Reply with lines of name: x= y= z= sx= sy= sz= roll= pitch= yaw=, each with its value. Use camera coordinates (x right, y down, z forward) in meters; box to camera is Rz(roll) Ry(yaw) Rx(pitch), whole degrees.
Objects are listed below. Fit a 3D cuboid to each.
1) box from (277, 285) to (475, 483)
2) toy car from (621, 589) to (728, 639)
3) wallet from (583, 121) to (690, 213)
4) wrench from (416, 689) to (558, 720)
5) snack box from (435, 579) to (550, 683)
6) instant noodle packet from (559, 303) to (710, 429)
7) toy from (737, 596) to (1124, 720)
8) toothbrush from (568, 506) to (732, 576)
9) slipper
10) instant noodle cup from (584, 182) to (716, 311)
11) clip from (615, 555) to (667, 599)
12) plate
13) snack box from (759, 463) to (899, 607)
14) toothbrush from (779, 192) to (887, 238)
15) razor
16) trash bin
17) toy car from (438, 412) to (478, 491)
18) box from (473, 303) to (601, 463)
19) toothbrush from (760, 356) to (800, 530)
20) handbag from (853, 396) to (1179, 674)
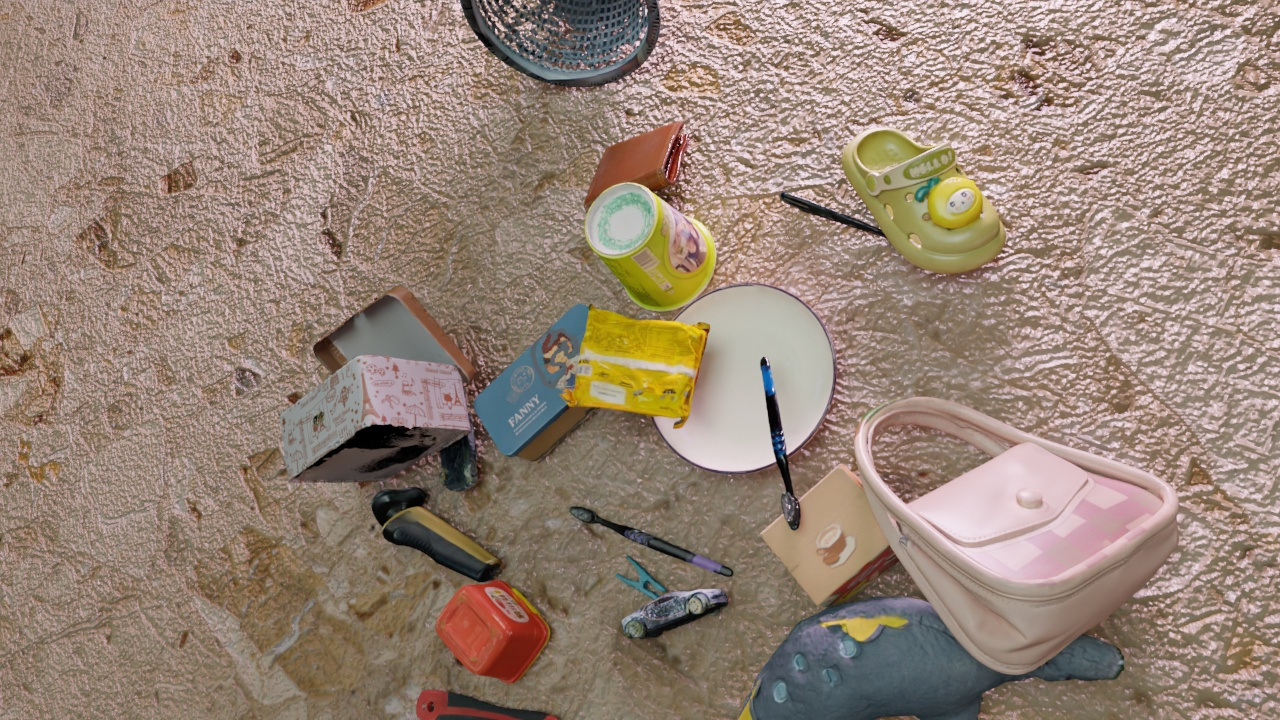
box: x=-0.285 y=0.021 z=0.995 sx=0.183 sy=0.152 sz=0.177 roll=-29 pitch=68 yaw=35
toy car: x=0.032 y=0.234 z=0.858 sx=0.106 sy=0.049 sz=0.031 roll=-24 pitch=67 yaw=16
wallet: x=-0.004 y=-0.208 z=0.994 sx=0.101 sy=0.032 sz=0.124 roll=-14 pitch=35 yaw=25
wrench: x=-0.111 y=0.367 z=0.905 sx=0.274 sy=0.016 sz=0.056 roll=5 pitch=76 yaw=26
snack box: x=-0.152 y=0.271 z=0.917 sx=0.091 sy=0.080 sz=0.082 roll=37 pitch=92 yaw=30
instant noodle packet: x=-0.005 y=0.005 z=0.892 sx=0.128 sy=0.044 sz=0.110 roll=10 pitch=72 yaw=11
toy: x=0.190 y=0.259 z=0.738 sx=0.357 sy=0.091 sz=0.138 roll=-27 pitch=94 yaw=22
toothbrush: x=0.006 y=0.177 z=0.908 sx=0.189 sy=0.016 sz=0.014 roll=17 pitch=81 yaw=27
slipper: x=0.256 y=-0.162 z=0.849 sx=0.091 sy=0.082 sz=0.190 roll=-30 pitch=58 yaw=-5
instant noodle cup: x=0.005 y=-0.122 z=0.940 sx=0.112 sy=0.123 sz=0.111 roll=-8 pitch=71 yaw=24
clip: x=0.001 y=0.216 z=0.899 sx=0.056 sy=0.014 sz=0.040 roll=32 pitch=90 yaw=31
plate: x=0.100 y=0.020 z=0.898 sx=0.193 sy=0.039 sz=0.192 roll=-8 pitch=71 yaw=23
snack box: x=0.172 y=0.154 z=0.789 sx=0.093 sy=0.094 sz=0.077 roll=-43 pitch=61 yaw=8
toothbrush: x=0.211 y=-0.133 z=0.904 sx=0.181 sy=0.016 sz=0.018 roll=29 pitch=59 yaw=31
razor: x=-0.219 y=0.189 z=0.997 sx=0.167 sy=0.062 sz=0.067 roll=24 pitch=54 yaw=24
trash bin: x=-0.074 y=-0.465 z=1.052 sx=0.227 sy=0.226 sz=0.194 roll=-3 pitch=60 yaw=25
toy car: x=-0.201 y=0.102 z=1.021 sx=0.043 sy=0.034 sz=0.090 roll=-16 pitch=69 yaw=18
box: x=-0.093 y=0.030 z=0.977 sx=0.184 sy=0.061 sz=0.090 roll=-43 pitch=60 yaw=6
toothbrush: x=0.120 y=0.066 z=0.806 sx=0.014 sy=0.016 sz=0.189 roll=-27 pitch=43 yaw=24
handbag: x=0.270 y=0.108 z=0.720 sx=0.193 sy=0.093 sz=0.234 roll=-19 pitch=42 yaw=-27
